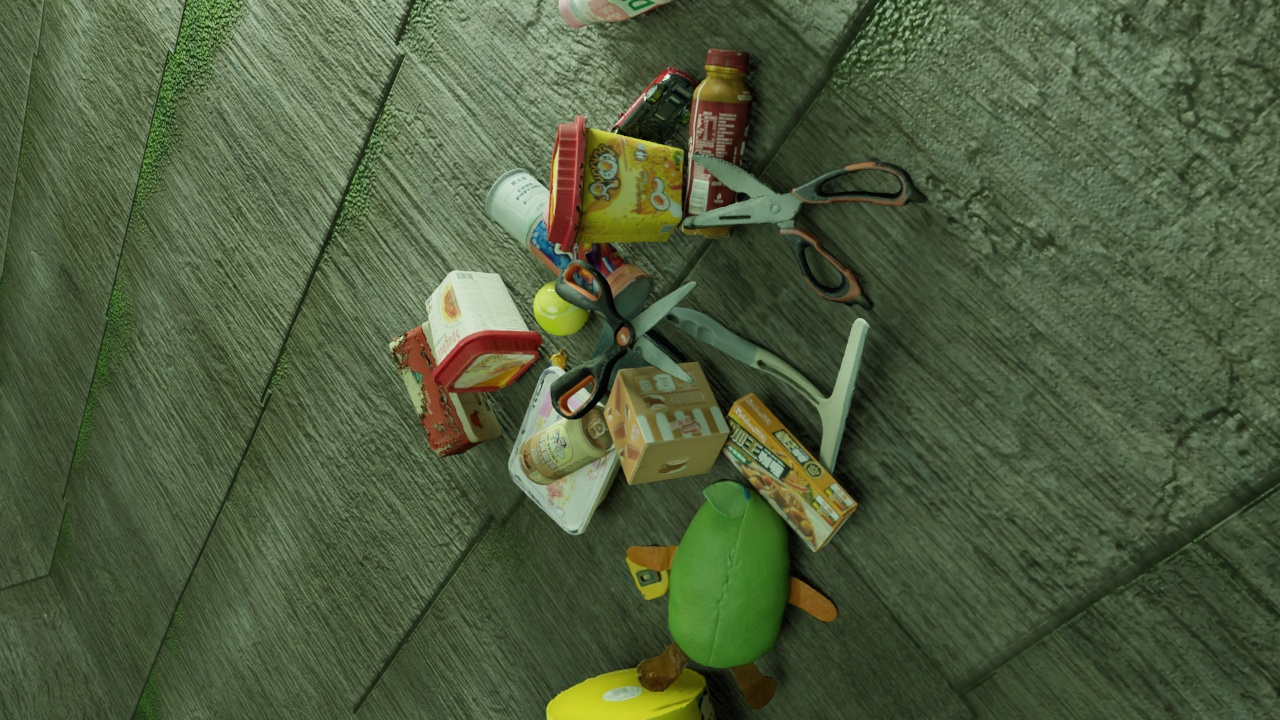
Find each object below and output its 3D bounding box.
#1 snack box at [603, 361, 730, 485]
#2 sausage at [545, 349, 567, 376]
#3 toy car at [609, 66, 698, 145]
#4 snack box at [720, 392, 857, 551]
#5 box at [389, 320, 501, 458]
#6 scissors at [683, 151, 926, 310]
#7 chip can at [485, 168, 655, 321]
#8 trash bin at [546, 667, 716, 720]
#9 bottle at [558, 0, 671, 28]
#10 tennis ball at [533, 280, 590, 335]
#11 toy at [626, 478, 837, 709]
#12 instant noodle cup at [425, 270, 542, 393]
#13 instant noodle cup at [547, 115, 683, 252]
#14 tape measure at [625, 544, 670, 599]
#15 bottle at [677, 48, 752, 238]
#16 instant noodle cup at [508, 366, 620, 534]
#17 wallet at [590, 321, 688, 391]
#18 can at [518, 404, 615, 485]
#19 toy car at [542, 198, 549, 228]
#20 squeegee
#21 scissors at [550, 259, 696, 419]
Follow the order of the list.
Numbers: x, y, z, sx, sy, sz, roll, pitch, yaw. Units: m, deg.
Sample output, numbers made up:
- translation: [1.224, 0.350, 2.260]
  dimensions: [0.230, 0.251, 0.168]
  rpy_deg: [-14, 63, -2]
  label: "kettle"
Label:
- translation: [0.024, 0.064, 0.945]
  dimensions: [0.077, 0.092, 0.094]
  rpy_deg: [111, 146, -47]
  label: "snack box"
- translation: [-0.116, 0.059, 1.134]
  dimensions: [0.021, 0.021, 0.165]
  rpy_deg: [31, 118, 30]
  label: "sausage"
- translation: [0.012, -0.247, 0.936]
  dimensions: [0.121, 0.053, 0.045]
  rpy_deg: [-41, 33, 35]
  label: "toy car"
- translation: [0.140, 0.110, 0.903]
  dimensions: [0.153, 0.026, 0.075]
  rpy_deg: [48, 145, 22]
  label: "snack box"
- translation: [-0.260, 0.040, 1.188]
  dimensions: [0.080, 0.091, 0.168]
  rpy_deg: [-27, 83, 14]
  label: "box"
- translation: [0.147, -0.135, 0.843]
  dimensions: [0.227, 0.015, 0.189]
  rpy_deg: [48, 120, -1]
  label: "scissors"
- translation: [-0.081, -0.128, 1.028]
  dimensions: [0.215, 0.071, 0.071]
  rpy_deg: [42, 124, 23]
  label: "chip can"
- translation: [0.005, 0.496, 1.020]
  dimensions: [0.230, 0.229, 0.255]
  rpy_deg: [-11, 88, 40]
  label: "trash bin"
- translation: [-0.003, -0.379, 0.908]
  dimensions: [0.197, 0.068, 0.068]
  rpy_deg: [-4, 98, 43]
  label: "bottle"
- translation: [-0.090, -0.061, 1.054]
  dimensions: [0.066, 0.065, 0.065]
  rpy_deg: [11, 107, 37]
  label: "tennis ball"
- translation: [0.091, 0.240, 0.957]
  dimensions: [0.227, 0.090, 0.247]
  rpy_deg: [13, 100, 7]
  label: "toy"
- translation: [-0.201, -0.038, 1.130]
  dimensions: [0.117, 0.116, 0.124]
  rpy_deg: [-41, 62, 38]
  label: "instant noodle cup"
- translation: [-0.025, -0.169, 0.909]
  dimensions: [0.116, 0.123, 0.116]
  rpy_deg: [133, 141, -75]
  label: "instant noodle cup"
- translation: [0.013, 0.248, 1.069]
  dimensions: [0.057, 0.028, 0.060]
  rpy_deg: [-30, 82, 39]
  label: "tape measure"
- translation: [0.074, -0.209, 0.890]
  dimensions: [0.057, 0.057, 0.175]
  rpy_deg: [20, 113, 34]
  label: "bottle"
- translation: [-0.076, 0.102, 1.087]
  dimensions: [0.138, 0.060, 0.174]
  rpy_deg: [39, 121, 26]
  label: "instant noodle cup"
- translation: [-0.006, 0.006, 1.035]
  dimensions: [0.121, 0.019, 0.097]
  rpy_deg: [40, 123, 27]
  label: "wallet"
- translation: [-0.080, 0.094, 1.011]
  dimensions: [0.117, 0.058, 0.058]
  rpy_deg: [-30, 81, 40]
  label: "can"
- translation: [-0.060, -0.186, 0.985]
  dimensions: [0.056, 0.037, 0.122]
  rpy_deg: [30, 85, 17]
  label: "toy car"
- translation: [0.118, 0.003, 0.919]
  dimensions: [0.246, 0.039, 0.247]
  rpy_deg: [36, 139, 35]
  label: "squeegee"
- translation: [-0.030, -0.024, 0.917]
  dimensions: [0.221, 0.021, 0.233]
  rpy_deg: [-55, 51, 28]
  label: "scissors"
